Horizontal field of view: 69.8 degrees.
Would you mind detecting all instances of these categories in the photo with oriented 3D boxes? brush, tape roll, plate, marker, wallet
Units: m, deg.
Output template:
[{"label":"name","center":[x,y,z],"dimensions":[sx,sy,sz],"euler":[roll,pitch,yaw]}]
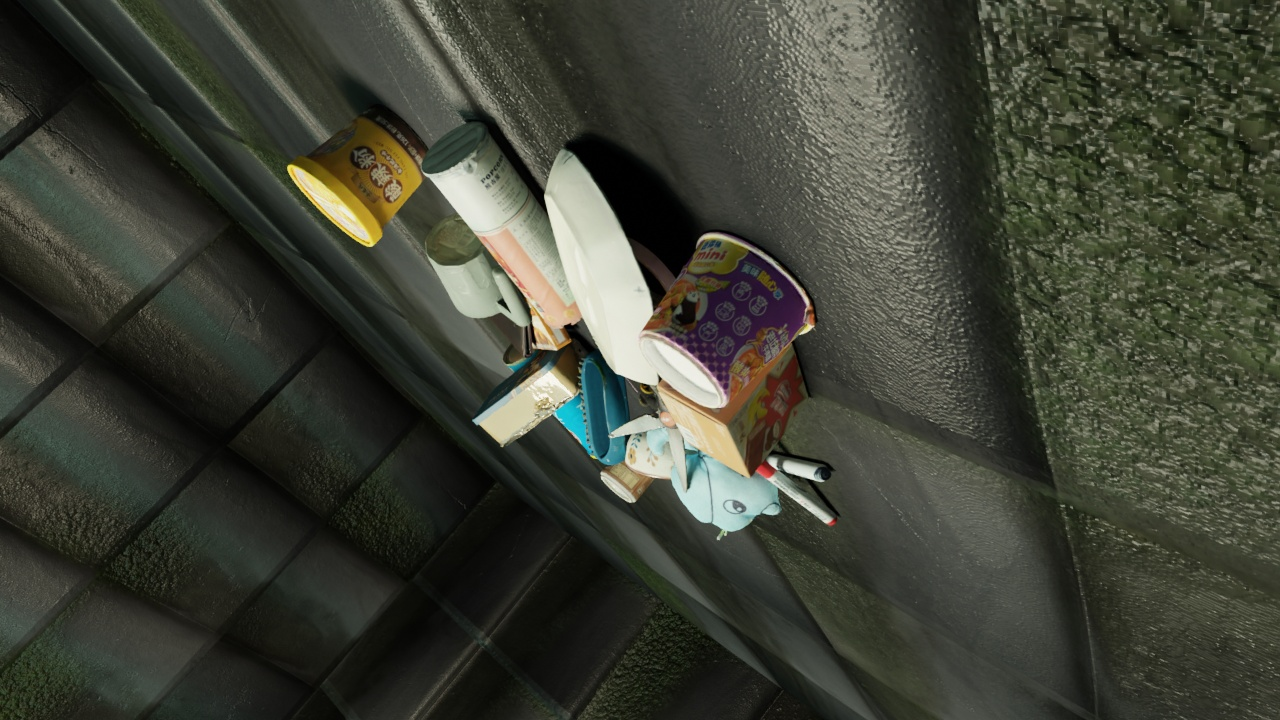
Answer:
[{"label":"brush","center":[-0.040,0.057,1.120],"dimensions":[0.073,0.055,0.144],"euler":[-178,81,-72]},{"label":"tape roll","center":[-0.001,-0.080,0.838],"dimensions":[0.086,0.013,0.086],"euler":[37,164,12]},{"label":"plate","center":[-0.036,-0.069,0.798],"dimensions":[0.162,0.034,0.266],"euler":[61,172,21]},{"label":"marker","center":[0.168,0.143,0.999],"dimensions":[0.145,0.017,0.017],"euler":[37,168,-31]},{"label":"marker","center":[0.160,0.113,0.981],"dimensions":[0.022,0.018,0.131],"euler":[37,167,-23]},{"label":"wallet","center":[-0.178,-0.071,1.170],"dimensions":[0.122,0.020,0.096],"euler":[45,153,28]}]

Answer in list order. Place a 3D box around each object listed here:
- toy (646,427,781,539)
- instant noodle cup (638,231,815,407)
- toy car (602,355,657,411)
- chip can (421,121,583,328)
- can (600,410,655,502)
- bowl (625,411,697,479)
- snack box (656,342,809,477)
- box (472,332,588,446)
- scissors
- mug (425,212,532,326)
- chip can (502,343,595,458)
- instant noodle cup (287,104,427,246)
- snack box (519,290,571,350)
[{"label":"toy","center":[0.081,0.122,1.016],"dimensions":[0.161,0.156,0.049],"euler":[12,-159,10]},{"label":"instant noodle cup","center":[0.059,-0.026,0.697],"dimensions":[0.111,0.099,0.112],"euler":[37,162,14]},{"label":"toy car","center":[-0.006,0.006,1.046],"dimensions":[0.122,0.037,0.056],"euler":[50,164,15]},{"label":"chip can","center":[-0.118,-0.124,0.887],"dimensions":[0.071,0.071,0.215],"euler":[23,157,46]},{"label":"can","center":[0.005,0.122,1.177],"dimensions":[0.058,0.116,0.058],"euler":[38,164,12]},{"label":"bowl","center":[0.040,0.094,1.092],"dimensions":[0.113,0.113,0.062],"euler":[19,110,53]},{"label":"snack box","center":[0.083,0.029,0.793],"dimensions":[0.077,0.094,0.093],"euler":[29,160,35]},{"label":"box","center":[-0.144,0.043,1.213],"dimensions":[0.185,0.089,0.062],"euler":[-34,107,30]},{"label":"scissors","center":[0.034,0.045,0.945],"dimensions":[0.234,0.021,0.221],"euler":[-11,111,43]},{"label":"mug","center":[-0.184,-0.102,1.072],"dimensions":[0.124,0.083,0.103],"euler":[35,162,27]},{"label":"chip can","center":[-0.106,0.050,1.321],"dimensions":[0.210,0.071,0.071],"euler":[50,162,-29]},{"label":"instant noodle cup","center":[-0.298,-0.205,0.999],"dimensions":[0.118,0.114,0.119],"euler":[37,163,13]},{"label":"snack box","center":[-0.144,-0.053,1.186],"dimensions":[0.075,0.026,0.154],"euler":[61,158,-16]}]
